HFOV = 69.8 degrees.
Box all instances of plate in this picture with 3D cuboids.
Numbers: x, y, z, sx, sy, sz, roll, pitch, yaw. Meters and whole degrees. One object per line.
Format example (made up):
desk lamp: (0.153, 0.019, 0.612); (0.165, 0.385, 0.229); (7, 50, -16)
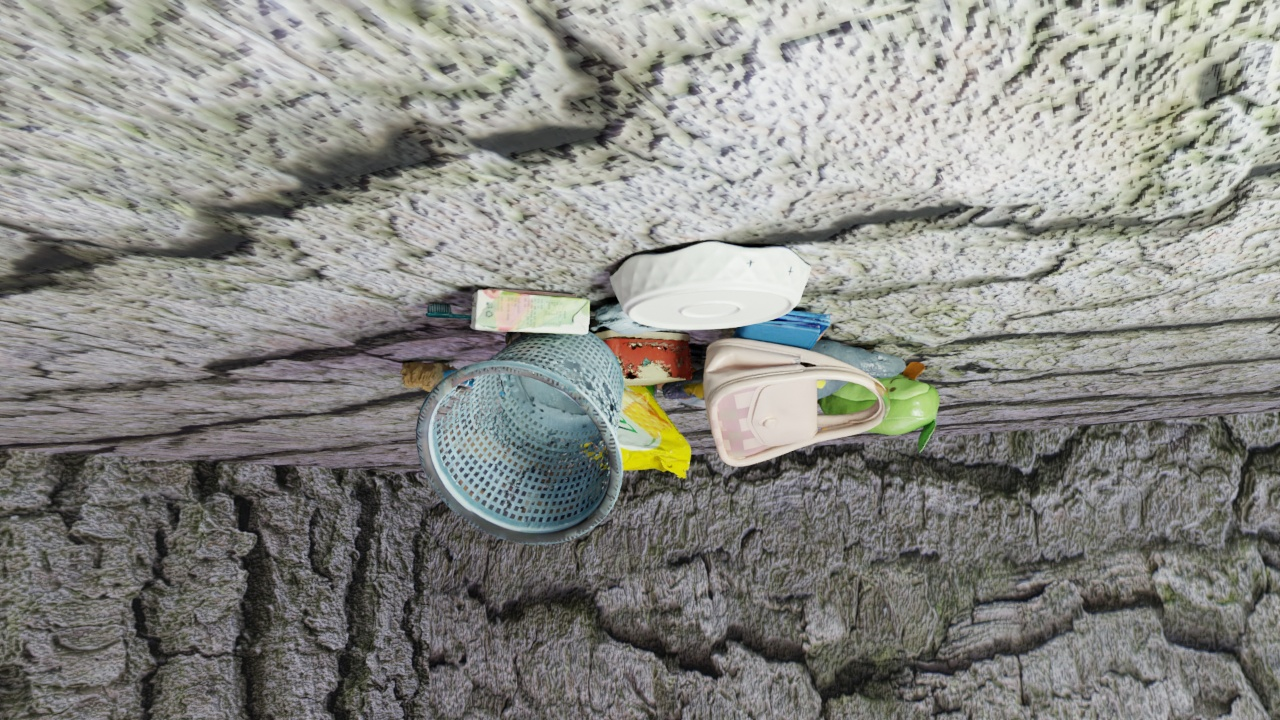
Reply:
plate: (0.072, -0.071, 0.938); (0.205, 0.045, 0.205); (-1, 169, 0)

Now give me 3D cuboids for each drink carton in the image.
drink carton: (-0.120, -0.053, 0.993); (0.122, 0.045, 0.053); (2, 180, -16)

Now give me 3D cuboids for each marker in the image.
marker: (0.113, -0.008, 1.348); (0.130, 0.022, 0.018); (7, 164, -36)

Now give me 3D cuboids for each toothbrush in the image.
toothbrush: (-0.158, -0.054, 1.075); (0.191, 0.018, 0.016); (1, 169, -29)

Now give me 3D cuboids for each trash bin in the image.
trash bin: (-0.112, 0.060, 1.041); (0.227, 0.227, 0.194); (-5, -154, 15)

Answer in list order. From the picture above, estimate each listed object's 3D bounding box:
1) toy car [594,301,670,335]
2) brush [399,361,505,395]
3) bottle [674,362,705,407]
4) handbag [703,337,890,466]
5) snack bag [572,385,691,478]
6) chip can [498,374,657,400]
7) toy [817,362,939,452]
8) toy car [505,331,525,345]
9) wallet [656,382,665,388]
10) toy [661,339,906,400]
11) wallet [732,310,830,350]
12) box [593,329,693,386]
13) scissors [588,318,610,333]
toy car: (0.002, -0.048, 1.074); (0.120, 0.036, 0.054); (3, 168, -43)
brush: (-0.254, 0.032, 1.331); (0.255, 0.046, 0.083); (6, 169, 36)
bottle: (0.118, 0.046, 1.514); (0.068, 0.068, 0.189); (-8, 168, 31)
handbag: (0.202, 0.054, 1.190); (0.234, 0.093, 0.193); (-3, 144, 10)
snack bag: (-0.047, 0.069, 1.247); (0.157, 0.246, 0.068); (9, 122, -46)
chip can: (-0.095, 0.039, 1.389); (0.235, 0.072, 0.072); (6, 167, -20)
toy: (0.346, 0.057, 1.375); (0.226, 0.090, 0.247); (-35, -156, -26)
toy car: (-0.143, -0.024, 1.178); (0.042, 0.035, 0.091); (5, 170, -29)
wallet: (0.030, 0.033, 1.568); (0.115, 0.020, 0.101); (-11, 168, 29)
toy: (0.204, 0.019, 1.307); (0.356, 0.091, 0.138); (-7, 174, 5)
wallet: (0.175, -0.039, 1.150); (0.106, 0.040, 0.133); (7, 170, 1)
box: (-0.007, 0.007, 1.205); (0.092, 0.079, 0.168); (-11, 173, 39)
scissors: (-0.042, -0.035, 1.199); (0.172, 0.014, 0.146); (5, 169, -37)
